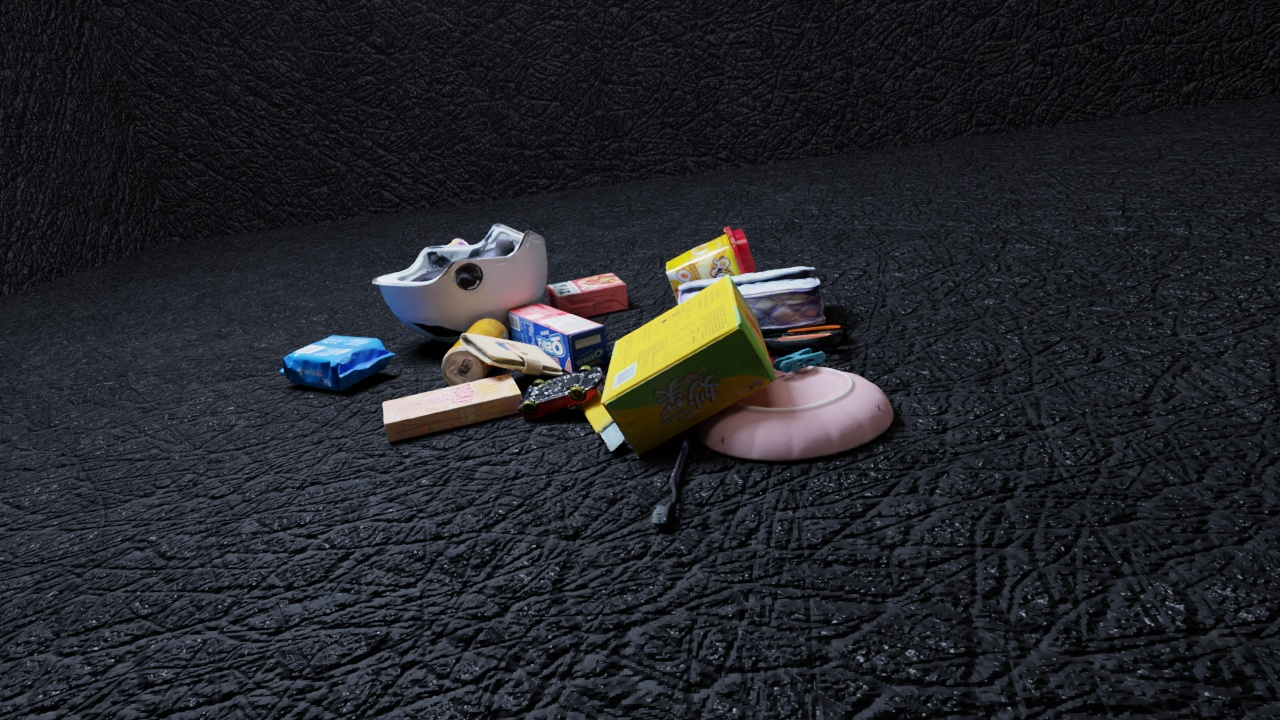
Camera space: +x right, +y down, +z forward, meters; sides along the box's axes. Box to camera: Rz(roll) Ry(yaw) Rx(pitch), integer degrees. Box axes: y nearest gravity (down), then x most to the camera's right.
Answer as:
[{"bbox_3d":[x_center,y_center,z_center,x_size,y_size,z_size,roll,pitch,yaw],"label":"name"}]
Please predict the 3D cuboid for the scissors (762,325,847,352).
[{"bbox_3d":[0.150,-0.022,1.160,0.162,0.022,0.234,-16,11,-42],"label":"scissors"}]

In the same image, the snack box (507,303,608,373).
[{"bbox_3d":[-0.116,-0.033,1.248,0.058,0.057,0.208,-15,18,-27],"label":"snack box"}]

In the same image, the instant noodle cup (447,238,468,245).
[{"bbox_3d":[-0.357,-0.158,1.690,0.099,0.112,0.112,-28,25,-30],"label":"instant noodle cup"}]

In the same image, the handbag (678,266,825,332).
[{"bbox_3d":[0.148,-0.080,1.233,0.194,0.075,0.134,-6,12,5],"label":"handbag"}]

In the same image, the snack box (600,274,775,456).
[{"bbox_3d":[0.049,-0.002,0.956,0.158,0.070,0.209,-30,14,11],"label":"snack box"}]

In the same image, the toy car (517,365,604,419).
[{"bbox_3d":[-0.087,0.037,1.026,0.106,0.031,0.049,-19,29,23],"label":"toy car"}]

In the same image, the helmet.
[{"bbox_3d":[-0.256,-0.102,1.388,0.258,0.146,0.229,-26,20,-23],"label":"helmet"}]

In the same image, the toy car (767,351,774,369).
[{"bbox_3d":[0.118,0.000,1.051,0.053,0.045,0.120,-14,20,-12],"label":"toy car"}]

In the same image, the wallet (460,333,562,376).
[{"bbox_3d":[-0.158,-0.006,1.153,0.115,0.024,0.087,13,17,-44],"label":"wallet"}]

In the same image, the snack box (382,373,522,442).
[{"bbox_3d":[-0.220,0.054,1.073,0.157,0.026,0.084,-13,18,-13],"label":"snack box"}]

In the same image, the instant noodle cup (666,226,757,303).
[{"bbox_3d":[0.107,-0.124,1.353,0.124,0.116,0.116,-18,16,7],"label":"instant noodle cup"}]

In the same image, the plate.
[{"bbox_3d":[0.149,0.043,0.904,0.192,0.039,0.192,-8,17,2],"label":"plate"}]

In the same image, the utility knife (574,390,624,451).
[{"bbox_3d":[-0.047,0.060,0.988,0.033,0.015,0.207,-32,21,-4],"label":"utility knife"}]

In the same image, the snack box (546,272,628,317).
[{"bbox_3d":[-0.090,-0.105,1.482,0.113,0.044,0.127,-13,17,-12],"label":"snack box"}]

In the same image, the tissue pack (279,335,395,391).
[{"bbox_3d":[-0.425,0.005,1.287,0.157,0.052,0.094,4,24,36],"label":"tissue pack"}]

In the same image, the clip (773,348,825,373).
[{"bbox_3d":[0.162,0.000,0.942,0.056,0.014,0.040,-19,19,-27],"label":"clip"}]

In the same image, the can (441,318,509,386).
[{"bbox_3d":[-0.218,-0.010,1.221,0.058,0.058,0.145,-6,18,7],"label":"can"}]

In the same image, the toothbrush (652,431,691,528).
[{"bbox_3d":[0.031,0.103,0.820,0.017,0.014,0.188,-17,15,15],"label":"toothbrush"}]
